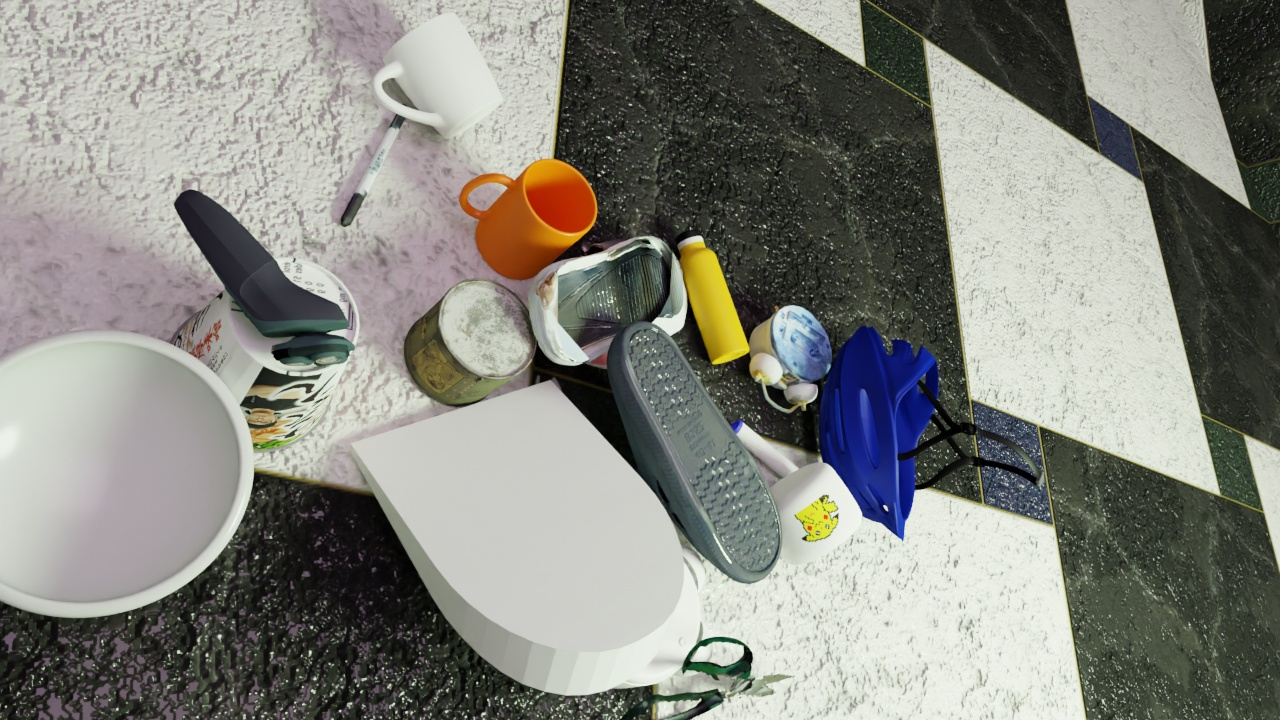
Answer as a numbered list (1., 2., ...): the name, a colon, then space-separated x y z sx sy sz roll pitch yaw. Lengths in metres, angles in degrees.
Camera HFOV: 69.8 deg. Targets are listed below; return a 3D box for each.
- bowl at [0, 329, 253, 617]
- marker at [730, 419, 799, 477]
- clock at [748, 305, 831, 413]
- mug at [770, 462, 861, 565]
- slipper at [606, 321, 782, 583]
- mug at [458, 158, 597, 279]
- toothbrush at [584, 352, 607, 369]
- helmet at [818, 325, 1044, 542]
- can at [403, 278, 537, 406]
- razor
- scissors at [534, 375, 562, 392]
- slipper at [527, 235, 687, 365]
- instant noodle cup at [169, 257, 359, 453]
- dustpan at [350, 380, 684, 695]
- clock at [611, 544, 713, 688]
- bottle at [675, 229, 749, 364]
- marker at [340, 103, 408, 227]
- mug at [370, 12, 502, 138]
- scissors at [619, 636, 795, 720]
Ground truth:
1. bowl: -0.344 0.072 0.587 0.176 0.066 0.176 5 77 -24
2. marker: 0.150 0.113 0.975 0.141 0.020 0.020 39 52 -15
3. clock: 0.162 -0.001 1.014 0.089 0.052 0.125 33 54 -21
4. mug: 0.157 0.158 0.919 0.115 0.094 0.068 -34 91 -4
5. slipper: 0.034 0.094 0.847 0.110 0.084 0.268 -38 100 -50
6. mug: -0.112 -0.134 0.842 0.112 0.096 0.077 20 59 -28
7. toothbrush: -0.005 0.005 0.911 0.134 0.016 0.021 14 61 -32
8. helmet: 0.305 0.071 0.980 0.148 0.228 0.241 42 50 -58
9. can: -0.145 -0.014 0.778 0.089 0.075 0.089 17 60 -32
10. razor: -0.240 -0.051 0.584 0.052 0.047 0.143 -40 94 -16
11. scissors: -0.069 0.091 0.824 0.154 0.019 0.125 45 49 -10
12. slipper: -0.033 -0.059 0.876 0.263 0.063 0.111 -28 109 -60
13. instant noodle cup: -0.263 -0.009 0.656 0.123 0.122 0.123 15 61 -31
14. dustpan: -0.082 0.138 0.724 0.191 0.053 0.258 -18 49 -37
15. clock: -0.006 0.211 0.779 0.160 0.073 0.125 9 65 -33
16. bottle: 0.073 -0.070 0.985 0.043 0.043 0.143 -10 76 -39
17. marker: -0.238 -0.177 0.825 0.011 0.011 0.151 30 55 -23
18. mug: -0.192 -0.255 0.851 0.114 0.081 0.087 -41 102 -33
19. scissors: 0.062 0.298 0.807 0.209 0.137 0.015 39 11 -49
